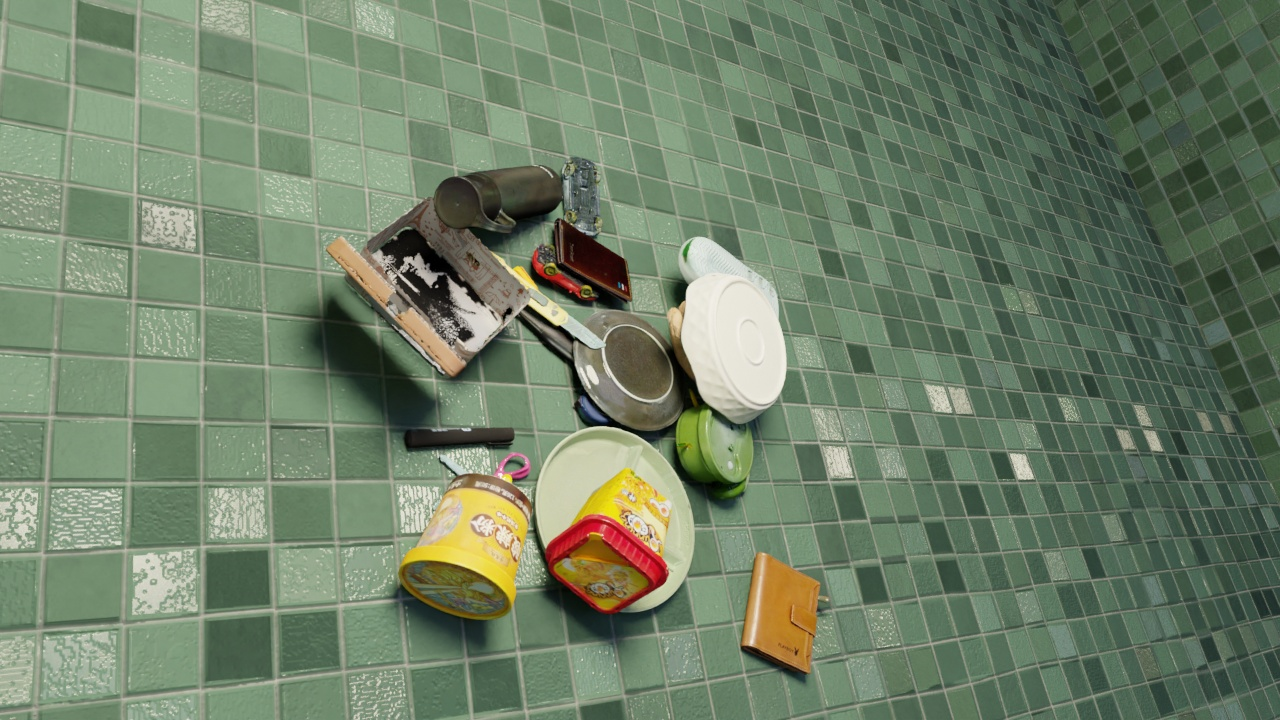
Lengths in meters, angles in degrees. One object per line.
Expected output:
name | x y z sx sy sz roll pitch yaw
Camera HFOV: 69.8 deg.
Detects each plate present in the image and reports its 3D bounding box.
plate | -0.007 0.007 1.202 0.179 0.024 0.179 19 53 -28
plate | -0.031 0.192 1.115 0.230 0.028 0.229 19 55 -29
plate | 0.131 -0.022 1.218 0.204 0.046 0.204 19 64 -46

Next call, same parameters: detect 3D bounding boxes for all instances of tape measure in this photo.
tape measure | -0.056 0.057 1.173 0.058 0.025 0.054 29 53 -17

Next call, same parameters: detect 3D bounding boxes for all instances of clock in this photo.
clock | 0.107 0.118 1.228 0.161 0.056 0.115 47 45 -35

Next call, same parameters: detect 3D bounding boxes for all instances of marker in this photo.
marker | -0.126 -0.071 1.195 0.124 0.018 0.015 52 51 -3
marker | -0.204 0.088 1.045 0.131 0.020 0.022 2 78 -38

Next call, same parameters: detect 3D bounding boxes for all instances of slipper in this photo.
slipper | 0.127 -0.095 1.362 0.245 0.074 0.103 35 53 -41

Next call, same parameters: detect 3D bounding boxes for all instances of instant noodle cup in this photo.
instant noodle cup | -0.172 0.189 0.947 0.118 0.119 0.114 34 47 -18
instant noodle cup | -0.026 0.197 1.028 0.116 0.116 0.123 41 36 -12

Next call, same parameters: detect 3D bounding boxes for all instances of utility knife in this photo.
utility knife | -0.131 -0.077 1.172 0.208 0.021 0.030 40 62 -1

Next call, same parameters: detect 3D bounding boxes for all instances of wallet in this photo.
wallet | 0.190 0.335 1.207 0.119 0.035 0.130 27 52 -16
wallet | -0.065 -0.135 1.252 0.122 0.020 0.096 28 33 -31

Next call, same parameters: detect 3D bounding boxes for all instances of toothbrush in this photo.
toothbrush | -0.112 -0.027 1.178 0.212 0.027 0.026 38 5 -14

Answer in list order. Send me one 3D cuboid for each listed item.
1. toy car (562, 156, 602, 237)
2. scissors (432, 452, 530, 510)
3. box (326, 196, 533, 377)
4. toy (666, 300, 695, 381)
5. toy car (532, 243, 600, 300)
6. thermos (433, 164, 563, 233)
toy car | -0.085 -0.231 1.305 0.054 0.037 0.120 6 73 -36
scissors | -0.173 0.152 1.037 0.133 0.017 0.131 -18 80 -38
box | -0.243 -0.070 1.021 0.179 0.133 0.270 46 19 -8
toy | 0.089 -0.024 1.262 0.226 0.083 0.143 37 31 -42
toy car | -0.099 -0.114 1.227 0.106 0.031 0.049 29 33 -31
thermos | -0.163 -0.195 1.134 0.090 0.069 0.242 41 22 2
